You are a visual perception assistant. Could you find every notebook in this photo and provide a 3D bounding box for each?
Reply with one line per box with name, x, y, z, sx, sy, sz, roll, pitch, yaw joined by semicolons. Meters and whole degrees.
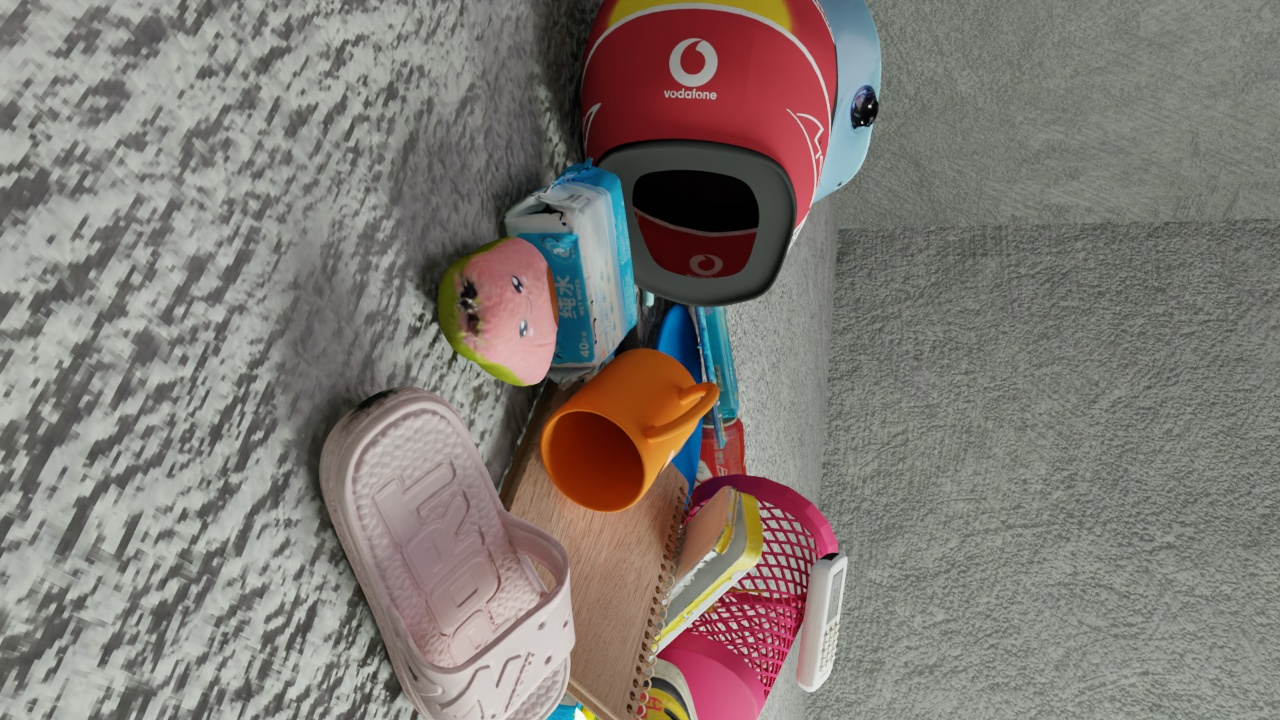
notebook;-0.031;0.123;0.643;0.169;0.022;0.209;50;37;-28

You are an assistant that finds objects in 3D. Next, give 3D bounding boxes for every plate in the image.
plate;0.031;0.053;0.966;0.224;0.024;0.224;1;89;-74

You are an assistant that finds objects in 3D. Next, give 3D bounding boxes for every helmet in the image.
helmet;0.055;-0.203;0.731;0.271;0.198;0.224;76;21;-64
helmet;0.117;-0.258;0.906;0.166;0.225;0.266;-36;145;-40

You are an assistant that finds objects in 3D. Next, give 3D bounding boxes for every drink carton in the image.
drink carton;-0.046;0.281;0.689;0.044;0.039;0.129;-68;154;-51

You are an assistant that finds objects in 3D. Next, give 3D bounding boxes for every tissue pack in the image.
tissue pack;-0.046;-0.057;0.628;0.092;0.062;0.144;-55;141;-59

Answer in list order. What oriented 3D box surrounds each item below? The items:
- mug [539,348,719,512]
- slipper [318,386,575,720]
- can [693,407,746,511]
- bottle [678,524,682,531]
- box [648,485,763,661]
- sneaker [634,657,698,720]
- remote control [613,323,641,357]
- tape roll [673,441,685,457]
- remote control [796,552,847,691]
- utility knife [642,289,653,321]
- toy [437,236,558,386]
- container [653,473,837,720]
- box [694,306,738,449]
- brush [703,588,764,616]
mug;0.002;0.040;0.611;0.077;0.113;0.095;61;33;-10
slipper;-0.082;0.121;0.460;0.094;0.064;0.239;-41;131;-32
can;0.096;0.142;1.123;0.067;0.067;0.170;-57;145;-61
bottle;0.025;0.177;0.848;0.063;0.063;0.108;66;-1;-55
box;0.025;0.178;0.742;0.210;0.044;0.065;-54;-155;39
sneaker;0.019;0.389;0.812;0.122;0.086;0.239;-85;165;-62
remote control;-0.004;0.004;0.755;0.041;0.020;0.151;46;19;-39
tape roll;0.009;0.044;0.824;0.093;0.030;0.093;1;89;-53
remote control;0.186;0.266;0.939;0.060;0.025;0.138;-5;103;-60
utility knife;0.005;-0.096;0.890;0.022;0.015;0.120;-142;-131;-70
toy;-0.081;-0.027;0.527;0.109;0.051;0.090;-20;109;-72
container;0.091;0.260;0.958;0.225;0.183;0.183;-54;143;-51
box;0.076;-0.037;1.010;0.181;0.039;0.227;-78;159;-71
brush;0.054;0.217;0.866;0.017;0.127;0.048;51;44;-49
